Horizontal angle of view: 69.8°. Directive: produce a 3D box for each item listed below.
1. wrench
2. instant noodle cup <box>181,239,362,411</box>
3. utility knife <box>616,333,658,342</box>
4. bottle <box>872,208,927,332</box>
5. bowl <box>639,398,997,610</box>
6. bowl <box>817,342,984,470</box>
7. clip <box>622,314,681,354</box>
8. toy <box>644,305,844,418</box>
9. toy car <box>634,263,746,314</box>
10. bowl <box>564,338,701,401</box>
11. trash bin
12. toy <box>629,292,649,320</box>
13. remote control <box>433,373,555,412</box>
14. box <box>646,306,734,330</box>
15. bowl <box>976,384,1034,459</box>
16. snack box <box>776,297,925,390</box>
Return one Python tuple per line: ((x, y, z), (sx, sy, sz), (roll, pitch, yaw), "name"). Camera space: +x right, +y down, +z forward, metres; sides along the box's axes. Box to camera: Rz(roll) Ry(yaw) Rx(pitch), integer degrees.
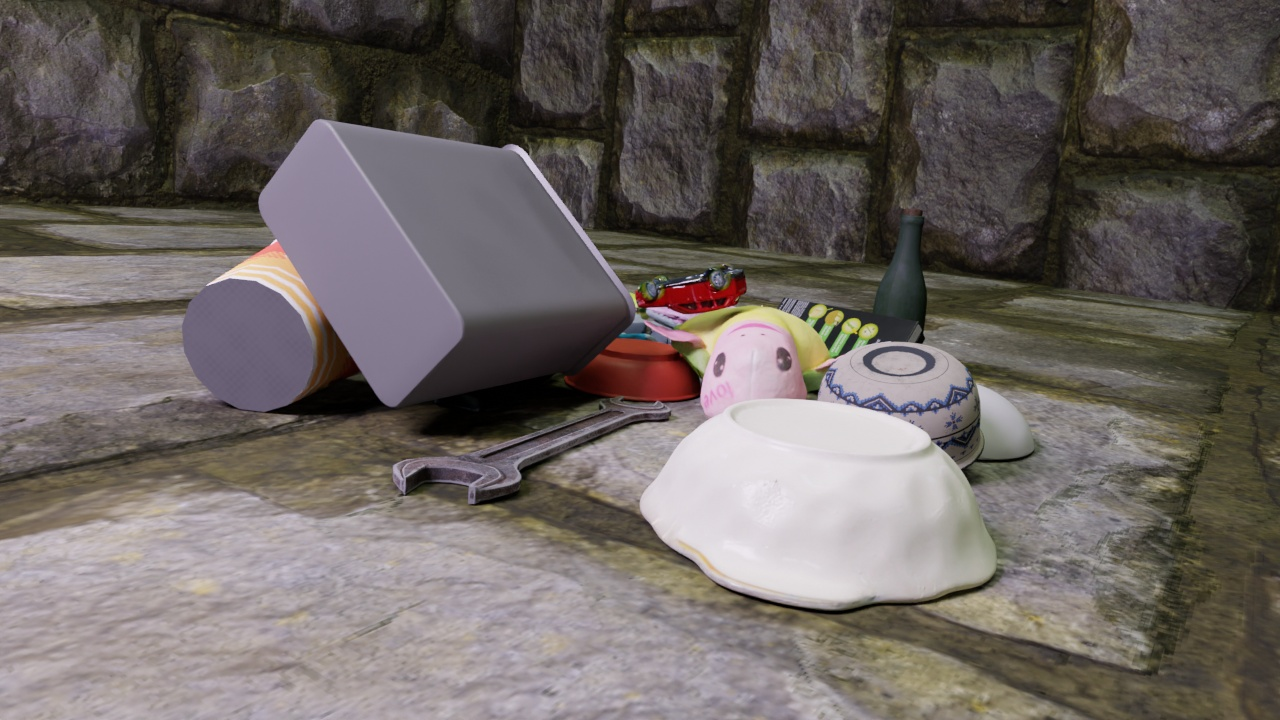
((-0.056, 0.052, 0.607), (0.070, 0.010, 0.272), (10, 12, 26), "wrench")
((-0.254, -0.028, 0.668), (0.123, 0.123, 0.121), (6, 19, 6), "instant noodle cup")
((-0.058, -0.010, 0.863), (0.158, 0.031, 0.015), (-3, 34, -3), "utility knife")
((0.270, -0.069, 0.950), (0.055, 0.174, 0.055), (5, 11, -1), "bottle")
((0.097, 0.062, 0.496), (0.189, 0.060, 0.219), (9, 11, 19), "bowl")
((0.176, 0.027, 0.628), (0.115, 0.059, 0.115), (-5, 25, 2), "bowl")
((-0.023, -0.031, 1.006), (0.143, 0.029, 0.172), (7, 10, -3), "clip")
((0.094, -0.003, 0.757), (0.190, 0.088, 0.238), (10, 14, 0), "toy")
((0.040, -0.056, 0.737), (0.091, 0.036, 0.042), (-3, 10, 20), "toy car")
((-0.005, 0.005, 0.807), (0.122, 0.035, 0.122), (5, 11, -1), "bowl")
((-0.133, -0.074, 0.685), (0.192, 0.098, 0.219), (54, 26, 12), "trash bin")
((-0.046, -0.064, 1.124), (0.092, 0.046, 0.115), (-4, 8, -45), "toy")
((-0.112, 0.015, 0.743), (0.041, 0.020, 0.151), (10, 14, 18), "remote control")
((0.093, -0.039, 1.002), (0.202, 0.044, 0.086), (7, 9, -45), "box")
((0.236, 0.037, 0.729), (0.149, 0.043, 0.149), (5, 11, -1), "bowl")
((0.181, -0.011, 0.866), (0.148, 0.080, 0.025), (15, -27, 43), "snack box")
